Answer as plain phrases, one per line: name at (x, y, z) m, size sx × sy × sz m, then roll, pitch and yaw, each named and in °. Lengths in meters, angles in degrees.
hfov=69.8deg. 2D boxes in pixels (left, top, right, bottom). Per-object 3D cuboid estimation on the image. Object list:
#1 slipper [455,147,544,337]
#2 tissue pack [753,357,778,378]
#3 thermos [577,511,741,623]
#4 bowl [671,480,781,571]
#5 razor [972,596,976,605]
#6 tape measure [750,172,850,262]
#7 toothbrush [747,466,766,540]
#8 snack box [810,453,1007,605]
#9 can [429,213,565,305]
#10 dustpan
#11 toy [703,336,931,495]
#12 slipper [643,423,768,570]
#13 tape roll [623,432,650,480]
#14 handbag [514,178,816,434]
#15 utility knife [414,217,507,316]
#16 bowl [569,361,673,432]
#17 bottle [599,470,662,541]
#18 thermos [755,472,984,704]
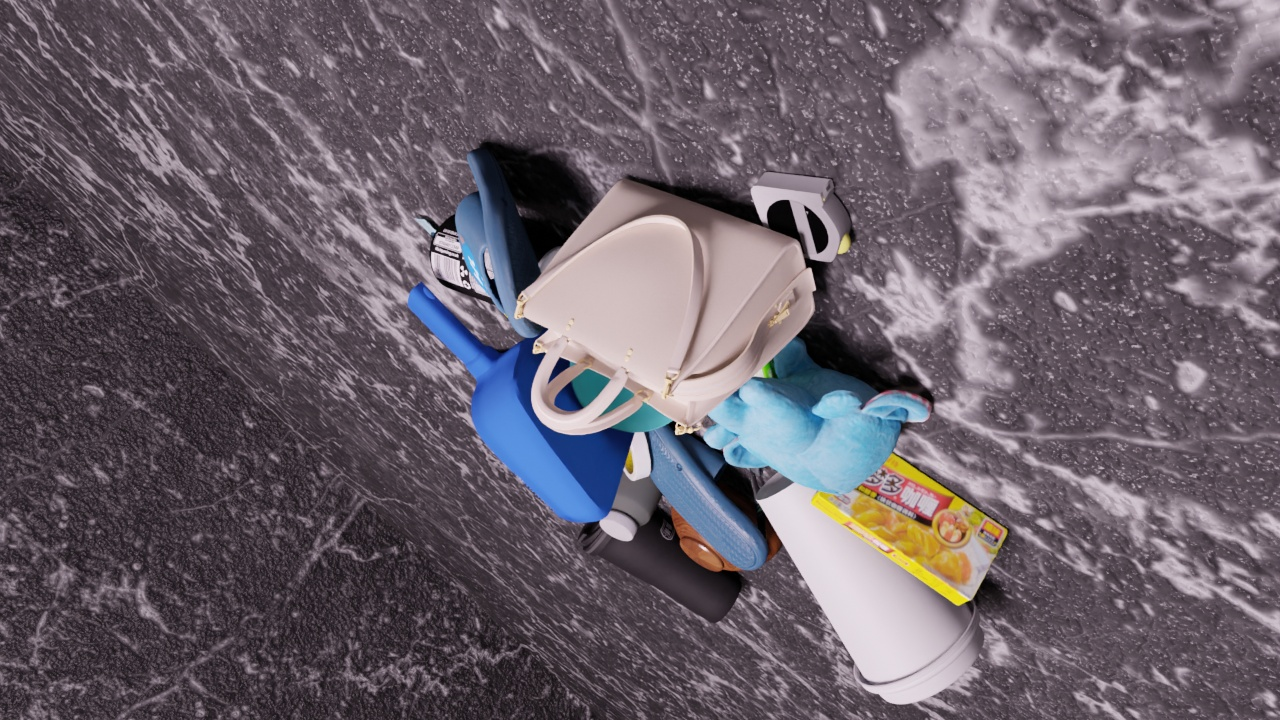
slipper at (-0.126, -0.106, 0.775) m, size 0.104 × 0.059 × 0.213 m, roll 73°, pitch 177°, yaw -47°
tissue pack at (0.069, -0.024, 0.788) m, size 0.100 × 0.034 × 0.114 m, roll 15°, pitch 146°, yaw 36°
thermos at (0.030, 0.269, 1.257) m, size 0.218 × 0.105 × 0.106 m, roll 35°, pitch 155°, yaw -4°
bowl at (0.089, 0.211, 1.108) m, size 0.147 × 0.068 × 0.147 m, roll 31°, pitch 154°, yaw 17°
razor at (0.306, 0.204, 0.868) m, size 0.044 × 0.018 × 0.141 m, roll 31°, pitch 159°, yaw 38°
tape measure at (0.112, -0.099, 0.629) m, size 0.064 × 0.016 × 0.065 m, roll 17°, pitch 147°, yaw 39°
toothbrush at (0.133, 0.165, 1.009) m, size 0.017 × 0.014 × 0.188 m, roll 33°, pitch 148°, yaw 39°
snack box at (0.229, 0.134, 0.787) m, size 0.152 × 0.075 × 0.025 m, roll 34°, pitch 157°, yaw 10°
can at (-0.131, -0.092, 0.888) m, size 0.146 × 0.080 × 0.080 m, roll 20°, pitch 149°, yaw 34°
dustpan at (-0.117, 0.012, 0.896) m, size 0.060 × 0.245 × 0.257 m, roll -37°, pitch 104°, yaw 22°
toy at (0.122, 0.038, 0.731) m, size 0.184 × 0.114 × 0.180 m, roll -20°, pitch 146°, yaw 39°
slipper at (0.069, 0.142, 1.026) m, size 0.213 × 0.059 × 0.104 m, roll 50°, pitch 151°, yaw 15°
tape roll at (-0.014, 0.090, 1.048) m, size 0.094 × 0.019 × 0.094 m, roll 164°, pitch 90°, yaw -76°
handbag at (-0.004, -0.025, 0.671) m, size 0.195 × 0.197 × 0.101 m, roll 28°, pitch 156°, yaw 38°
utility knife at (-0.182, -0.095, 1.026) m, size 0.186 × 0.020 × 0.029 m, roll 45°, pitch 152°, yaw -10°
bowl at (-0.005, 0.005, 0.893) m, size 0.121 × 0.121 × 0.046 m, roll 42°, pitch -165°, yaw -7°
bottle at (-0.006, 0.158, 1.093) m, size 0.060 × 0.108 × 0.060 m, roll 20°, pitch 146°, yaw 14°
thermos at (0.206, 0.194, 0.857) m, size 0.222 × 0.131 × 0.132 m, roll 53°, pitch 154°, yaw -1°
